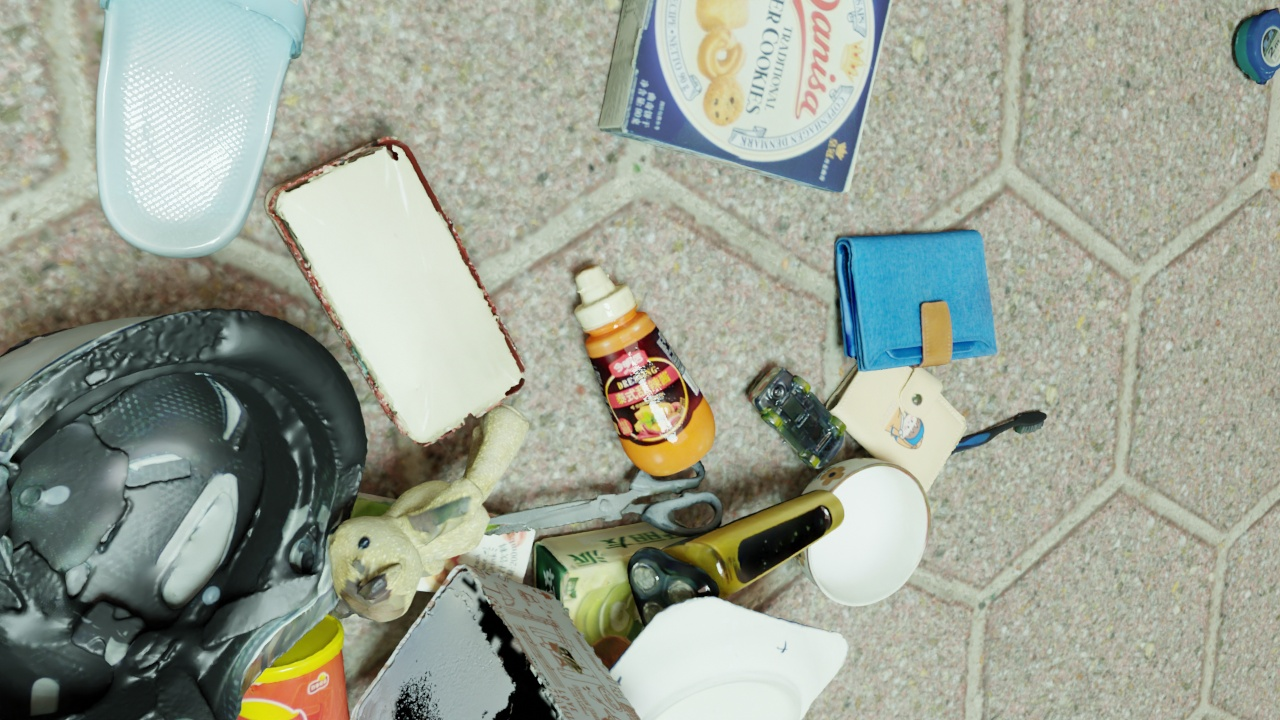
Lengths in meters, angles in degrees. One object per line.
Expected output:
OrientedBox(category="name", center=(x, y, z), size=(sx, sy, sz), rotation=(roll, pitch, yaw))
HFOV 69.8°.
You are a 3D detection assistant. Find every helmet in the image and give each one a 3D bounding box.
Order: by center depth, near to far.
OrientedBox(category="helmet", center=(-0.277, 0.094, 0.458), size=(0.230, 0.157, 0.273), rotation=(41, 66, -57))

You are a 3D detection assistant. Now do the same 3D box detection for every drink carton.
OrientedBox(category="drink carton", center=(-0.135, 0.120, 0.592), size=(0.122, 0.046, 0.053), rotation=(15, 84, -27))

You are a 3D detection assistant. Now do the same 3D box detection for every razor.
OrientedBox(category="razor", center=(0.070, 0.128, 0.613), size=(0.167, 0.068, 0.062), rotation=(-19, 95, -30))

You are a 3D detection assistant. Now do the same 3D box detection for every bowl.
OrientedBox(category="bowl", center=(0.163, 0.127, 0.717), size=(0.113, 0.062, 0.113), rotation=(-4, 102, -22))

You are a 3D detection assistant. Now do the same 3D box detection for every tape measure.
OrientedBox(category="tape measure", center=(0.563, -0.286, 0.831), size=(0.054, 0.025, 0.058), rotation=(35, 81, -24))

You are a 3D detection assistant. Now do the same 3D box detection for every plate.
OrientedBox(category="plate", center=(0.046, 0.228, 0.594), size=(0.164, 0.034, 0.164), rotation=(23, 116, -30))

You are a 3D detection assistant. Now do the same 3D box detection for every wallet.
OrientedBox(category="wallet", center=(0.216, -0.047, 0.714), size=(0.133, 0.040, 0.106), rotation=(-6, 89, -23))
OrientedBox(category="wallet", center=(0.211, 0.043, 0.738), size=(0.115, 0.024, 0.087), rotation=(41, 75, -16))

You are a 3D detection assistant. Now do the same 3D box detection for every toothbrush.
OrientedBox(category="toothbrush", center=(0.273, 0.074, 0.782), size=(0.189, 0.014, 0.016), rotation=(-15, 132, -20))

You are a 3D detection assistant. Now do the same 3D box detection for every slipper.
OrientedBox(category="slipper", center=(-0.228, -0.173, 0.478), size=(0.104, 0.074, 0.245), rotation=(12, 97, -24))

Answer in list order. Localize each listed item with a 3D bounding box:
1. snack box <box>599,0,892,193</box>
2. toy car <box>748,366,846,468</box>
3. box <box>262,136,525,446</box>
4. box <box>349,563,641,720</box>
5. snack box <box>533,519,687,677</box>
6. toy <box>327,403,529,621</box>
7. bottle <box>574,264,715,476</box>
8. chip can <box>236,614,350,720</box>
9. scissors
OrientedBox(category="snack box", center=(0.078, -0.222, 0.619), size=(0.182, 0.046, 0.178), rotation=(9, 97, -24))
OrientedBox(category="toy car", center=(0.120, 0.044, 0.696), size=(0.042, 0.035, 0.090), rotation=(-49, 115, -7))
OrientedBox(category="box", center=(-0.142, -0.038, 0.539), size=(0.091, 0.080, 0.168), rotation=(-31, 111, -16))
OrientedBox(category="box", center=(-0.093, 0.275, 0.538), size=(0.126, 0.179, 0.274), rotation=(3, 113, -35))
OrientedBox(category="snack box", center=(-0.014, 0.241, 0.660), size=(0.114, 0.063, 0.240), rotation=(-4, 101, -26))
OrientedBox(category="toy", center=(-0.116, 0.083, 0.527), size=(0.066, 0.105, 0.156), rotation=(43, 45, -3))
OrientedBox(category="bottle", center=(-0.004, 0.004, 0.622), size=(0.066, 0.067, 0.149), rotation=(-31, 104, -16))
OrientedBox(category="chip can", center=(-0.213, 0.271, 0.575), size=(0.073, 0.073, 0.217), rotation=(-6, 103, -23))
OrientedBox(category="scissors", center=(-0.018, 0.106, 0.620), size=(0.136, 0.014, 0.174), rotation=(38, 45, 8))
